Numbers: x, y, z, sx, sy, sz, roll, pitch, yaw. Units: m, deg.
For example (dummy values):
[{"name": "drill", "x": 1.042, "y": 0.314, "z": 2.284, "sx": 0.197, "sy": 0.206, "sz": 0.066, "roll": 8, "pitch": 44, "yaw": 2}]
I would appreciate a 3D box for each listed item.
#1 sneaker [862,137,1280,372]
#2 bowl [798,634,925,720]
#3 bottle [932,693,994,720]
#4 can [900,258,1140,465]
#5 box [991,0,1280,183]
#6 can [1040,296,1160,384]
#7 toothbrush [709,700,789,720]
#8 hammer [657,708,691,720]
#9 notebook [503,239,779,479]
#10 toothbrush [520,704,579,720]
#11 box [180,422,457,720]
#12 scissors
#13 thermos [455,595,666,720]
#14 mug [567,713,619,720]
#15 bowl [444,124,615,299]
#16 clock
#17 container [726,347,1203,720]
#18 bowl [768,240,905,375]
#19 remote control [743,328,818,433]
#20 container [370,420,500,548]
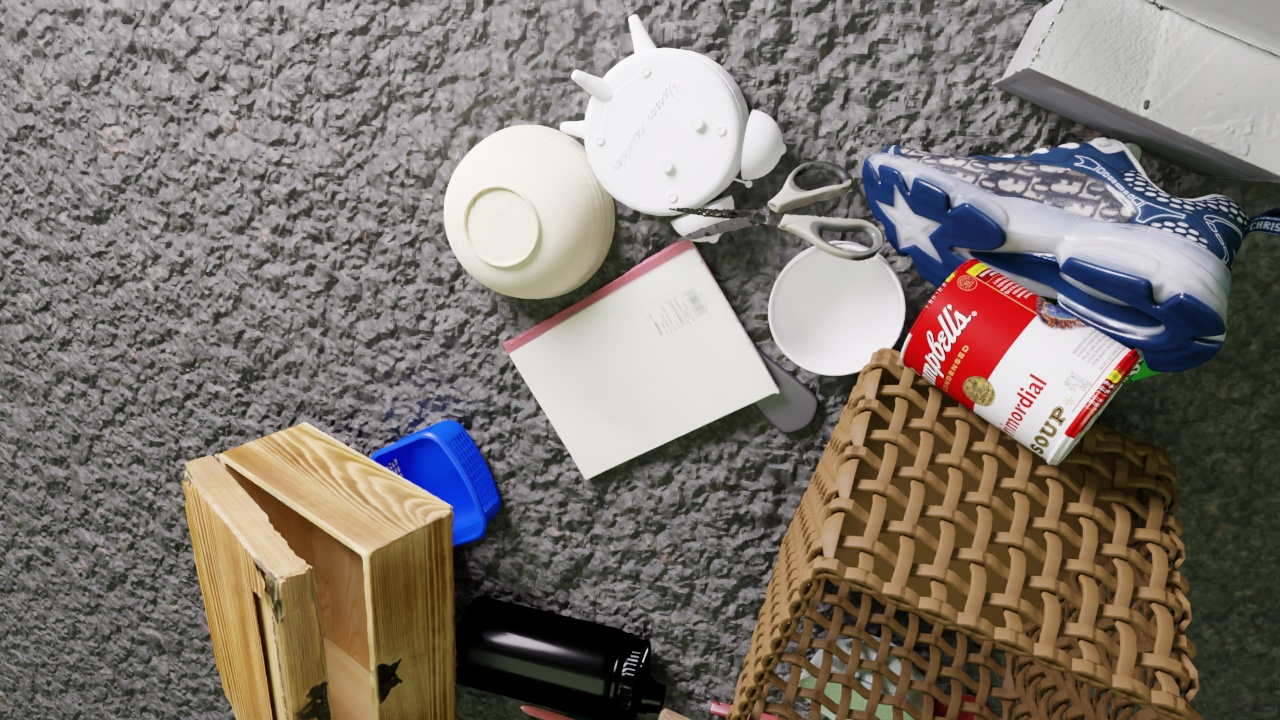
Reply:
[{"name": "sneaker", "x": 0.286, "y": -0.105, "z": 0.633, "sx": 0.269, "sy": 0.103, "sz": 0.132, "roll": 33, "pitch": 73, "yaw": 37}, {"name": "bowl", "x": 0.202, "y": 0.281, "z": 0.805, "sx": 0.117, "sy": 0.061, "sz": 0.118, "roll": 22, "pitch": 148, "yaw": 14}, {"name": "bottle", "x": 0.270, "y": 0.353, "z": 0.756, "sx": 0.062, "sy": 0.176, "sz": 0.062, "roll": 5, "pitch": 108, "yaw": 14}, {"name": "can", "x": 0.244, "y": 0.000, "z": 0.596, "sx": 0.116, "sy": 0.086, "sz": 0.087, "roll": 38, "pitch": 115, "yaw": 25}, {"name": "box", "x": 0.312, "y": -0.193, "z": 0.431, "sx": 0.166, "sy": 0.479, "sz": 0.119, "roll": 26, "pitch": 85, "yaw": 6}, {"name": "can", "x": 0.315, "y": -0.017, "z": 0.673, "sx": 0.140, "sy": 0.087, "sz": 0.088, "roll": -20, "pitch": 101, "yaw": 21}, {"name": "toothbrush", "x": 0.160, "y": 0.347, "z": 0.873, "sx": 0.190, "sy": 0.016, "sz": 0.016, "roll": 6, "pitch": 92, "yaw": 15}, {"name": "hammer", "x": 0.156, "y": 0.396, "z": 0.838, "sx": 0.305, "sy": 0.040, "sz": 0.132, "roll": 20, "pitch": 82, "yaw": 4}, {"name": "notebook", "x": -0.005, "y": 0.005, "z": 0.806, "sx": 0.209, "sy": 0.012, "sz": 0.153, "roll": -27, "pitch": 98, "yaw": 26}, {"name": "toothbrush", "x": -0.031, "y": 0.365, "z": 0.898, "sx": 0.184, "sy": 0.016, "sz": 0.015, "roll": 22, "pitch": 91, "yaw": -14}, {"name": "box", "x": -0.304, "y": 0.232, "z": 0.849, "sx": 0.245, "sy": 0.167, "sz": 0.280, "roll": 23, "pitch": 121, "yaw": 37}, {"name": "scissors", "x": 0.107, "y": -0.104, "z": 0.678, "sx": 0.154, "sy": 0.162, "sz": 0.013, "roll": 37, "pitch": 146, "yaw": 11}, {"name": "thermos", "x": -0.074, "y": 0.292, "z": 0.885, "sx": 0.199, "sy": 0.086, "sz": 0.086, "roll": 10, "pitch": 109, "yaw": 13}, {"name": "mug", "x": -0.068, "y": 0.419, "z": 0.913, "sx": 0.083, "sy": 0.107, "sz": 0.114, "roll": 32, "pitch": 113, "yaw": 2}, {"name": "bowl", "x": -0.103, "y": -0.118, "z": 0.768, "sx": 0.151, "sy": 0.075, "sz": 0.151, "roll": 5, "pitch": 109, "yaw": 15}, {"name": "clock", "x": 0.021, "y": -0.175, "z": 0.715, "sx": 0.161, "sy": 0.072, "sz": 0.126, "roll": 38, "pitch": 113, "yaw": 1}, {"name": "container", "x": 0.213, "y": 0.176, "z": 0.655, "sx": 0.219, "sy": 0.213, "sz": 0.252, "roll": 21, "pitch": 133, "yaw": 9}, {"name": "bowl", "x": 0.156, "y": -0.044, "z": 0.729, "sx": 0.105, "sy": 0.054, "sz": 0.105, "roll": 4, "pitch": 108, "yaw": 13}, {"name": "remote control", "x": 0.099, "y": 0.012, "z": 0.786, "sx": 0.124, "sy": 0.009, "sz": 0.047, "roll": 42, "pitch": 113, "yaw": 0}, {"name": "container", "x": -0.192, "y": 0.118, "z": 0.878, "sx": 0.096, "sy": 0.058, "sz": 0.114, "roll": -22, "pitch": 100, "yaw": 21}]
